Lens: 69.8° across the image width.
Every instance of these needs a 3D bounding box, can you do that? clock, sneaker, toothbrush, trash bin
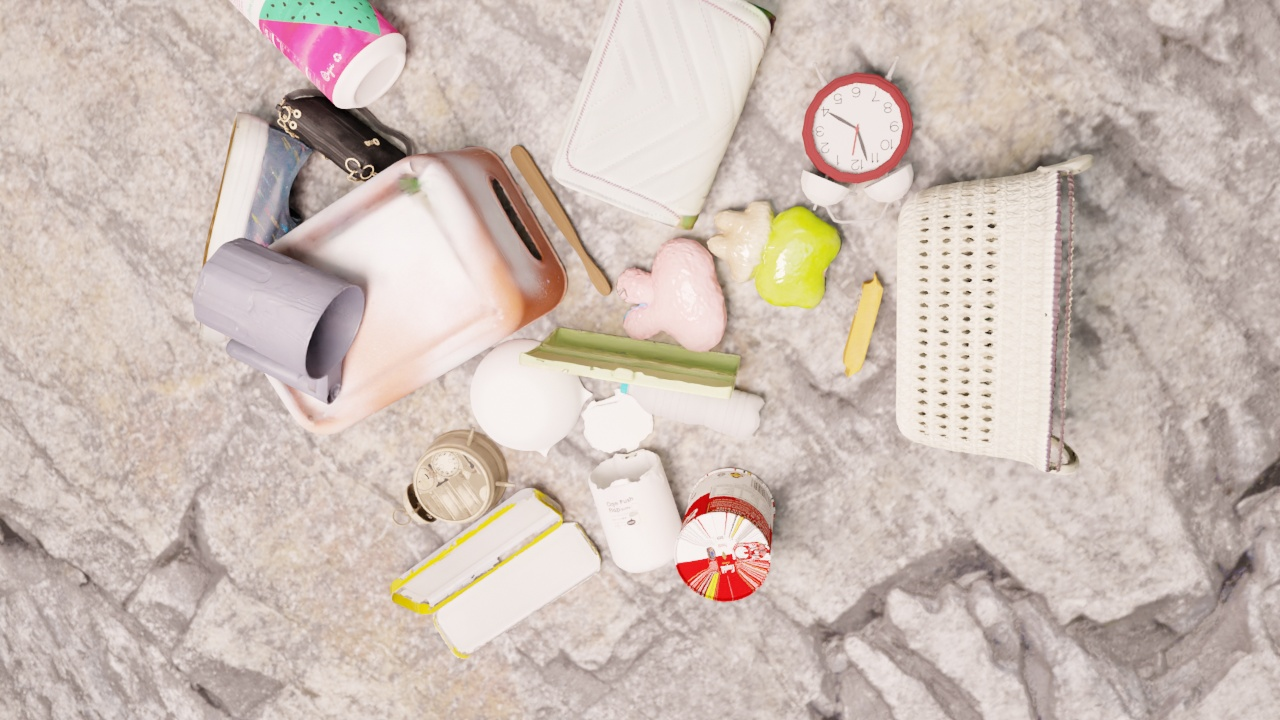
[{"bbox_3d":[0.188,-0.189,0.798,0.096,0.048,0.138,-1,102,10],"label":"clock"},{"bbox_3d":[-0.385,-0.125,0.913,0.079,0.087,0.236,10,112,-28],"label":"sneaker"},{"bbox_3d":[-0.202,0.132,0.942,0.141,0.054,0.093,-33,96,13],"label":"clock"},{"bbox_3d":[-0.075,-0.133,0.877,0.016,0.016,0.167,-32,94,15],"label":"toothbrush"},{"bbox_3d":[-0.222,-0.065,0.846,0.260,0.157,0.181,-28,97,14],"label":"trash bin"}]

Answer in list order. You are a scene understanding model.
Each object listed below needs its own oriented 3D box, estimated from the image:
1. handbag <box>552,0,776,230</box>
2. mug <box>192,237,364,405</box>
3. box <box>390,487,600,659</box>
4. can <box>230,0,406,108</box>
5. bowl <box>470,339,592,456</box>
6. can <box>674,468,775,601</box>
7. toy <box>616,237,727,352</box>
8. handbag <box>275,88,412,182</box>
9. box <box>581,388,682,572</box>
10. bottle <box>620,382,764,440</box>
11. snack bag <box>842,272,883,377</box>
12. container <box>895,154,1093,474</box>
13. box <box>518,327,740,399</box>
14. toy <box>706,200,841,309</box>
[{"bbox_3d":[0.018,-0.230,0.798,0.142,0.096,0.199,21,106,-10],"label":"handbag"},{"bbox_3d":[-0.295,-0.029,0.753,0.104,0.083,0.124,24,133,5],"label":"mug"},{"bbox_3d":[-0.152,0.224,0.963,0.210,0.045,0.128,-36,108,15],"label":"box"},{"bbox_3d":[-0.298,-0.314,0.834,0.166,0.088,0.088,45,106,-2],"label":"can"},{"bbox_3d":[-0.118,0.040,0.906,0.115,0.050,0.115,2,104,10],"label":"bowl"},{"bbox_3d":[0.082,0.162,0.866,0.087,0.116,0.087,2,104,9],"label":"can"},{"bbox_3d":[0.028,-0.058,0.859,0.105,0.053,0.108,-8,102,23],"label":"toy"},{"bbox_3d":[-0.280,-0.210,0.861,0.128,0.079,0.054,37,109,2],"label":"handbag"},{"bbox_3d":[-0.013,0.118,0.895,0.084,0.094,0.165,-12,110,16],"label":"box"},{"bbox_3d":[0.048,0.039,0.879,0.136,0.044,0.044,15,105,6],"label":"bottle"},{"bbox_3d":[0.205,-0.033,0.844,0.020,0.026,0.099,14,104,7],"label":"snack bag"},{"bbox_3d":[0.288,-0.037,0.756,0.143,0.184,0.252,2,103,22],"label":"container"},{"bbox_3d":[-0.005,0.004,0.834,0.187,0.138,0.030,9,104,6],"label":"box"},{"bbox_3d":[0.118,-0.100,0.835,0.118,0.043,0.092,19,105,7],"label":"toy"}]
